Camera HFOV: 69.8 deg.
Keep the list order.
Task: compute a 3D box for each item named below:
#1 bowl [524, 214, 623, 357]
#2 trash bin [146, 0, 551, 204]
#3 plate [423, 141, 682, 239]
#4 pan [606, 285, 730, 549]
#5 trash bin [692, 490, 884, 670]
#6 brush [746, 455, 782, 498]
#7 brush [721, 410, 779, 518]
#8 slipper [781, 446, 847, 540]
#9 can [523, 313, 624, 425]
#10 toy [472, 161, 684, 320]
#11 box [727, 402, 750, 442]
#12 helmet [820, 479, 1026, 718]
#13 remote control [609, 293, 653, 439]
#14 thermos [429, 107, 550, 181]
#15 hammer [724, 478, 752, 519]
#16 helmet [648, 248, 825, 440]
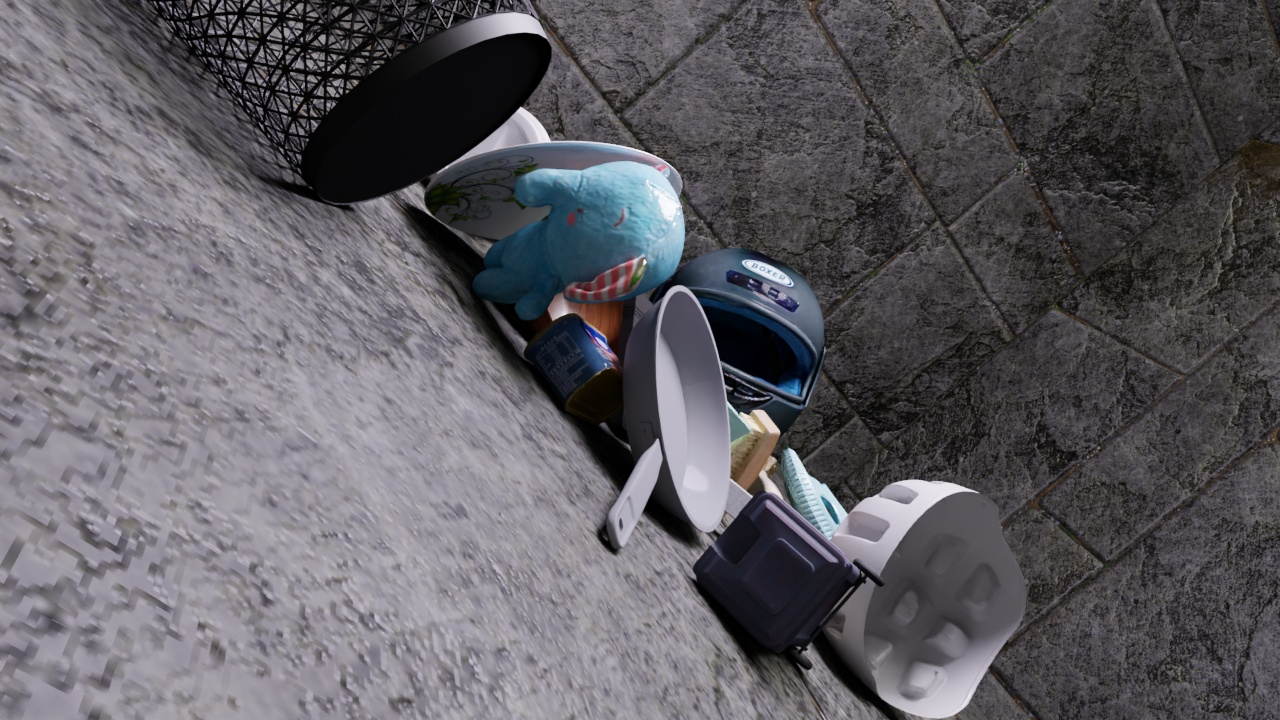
[{"bbox_3d":[-0.072,-0.063,0.849,0.147,0.069,0.147,21,63,-52],"label":"bowl"},{"bbox_3d":[-0.187,-0.239,0.537,0.243,0.217,0.217,56,5,0],"label":"trash bin"},{"bbox_3d":[-0.078,-0.159,0.826,0.229,0.230,0.030,35,49,-72],"label":"plate"},{"bbox_3d":[0.015,0.058,0.680,0.355,0.051,0.201,-40,120,-68],"label":"pan"},{"bbox_3d":[0.112,0.164,0.685,0.092,0.094,0.161,41,-1,25],"label":"trash bin"},{"bbox_3d":[0.160,0.172,1.127,0.062,0.077,0.272,34,5,-16],"label":"brush"},{"bbox_3d":[0.100,0.107,0.978,0.039,0.117,0.049,26,17,-27],"label":"brush"},{"bbox_3d":[0.244,0.228,1.137,0.116,0.069,0.276,58,12,-69],"label":"slipper"},{"bbox_3d":[-0.044,0.009,0.729,0.059,0.054,0.100,52,6,21],"label":"can"},{"bbox_3d":[-0.053,-0.100,0.711,0.183,0.181,0.115,-77,150,-46],"label":"toy"},{"bbox_3d":[0.013,0.028,0.961,0.187,0.057,0.138,47,-28,-10],"label":"box"},{"bbox_3d":[0.283,0.238,0.953,0.184,0.224,0.282,24,-13,32],"label":"helmet"},{"bbox_3d":[-0.005,0.005,0.851,0.058,0.013,0.133,42,50,-59],"label":"remote control"},{"bbox_3d":[-0.159,-0.203,1.044,0.131,0.131,0.222,49,-3,2],"label":"thermos"},{"bbox_3d":[0.141,0.199,0.961,0.126,0.036,0.316,34,-11,43],"label":"hammer"},{"bbox_3d":[0.120,-0.027,1.188,0.249,0.236,0.316,26,4,2],"label":"helmet"}]
